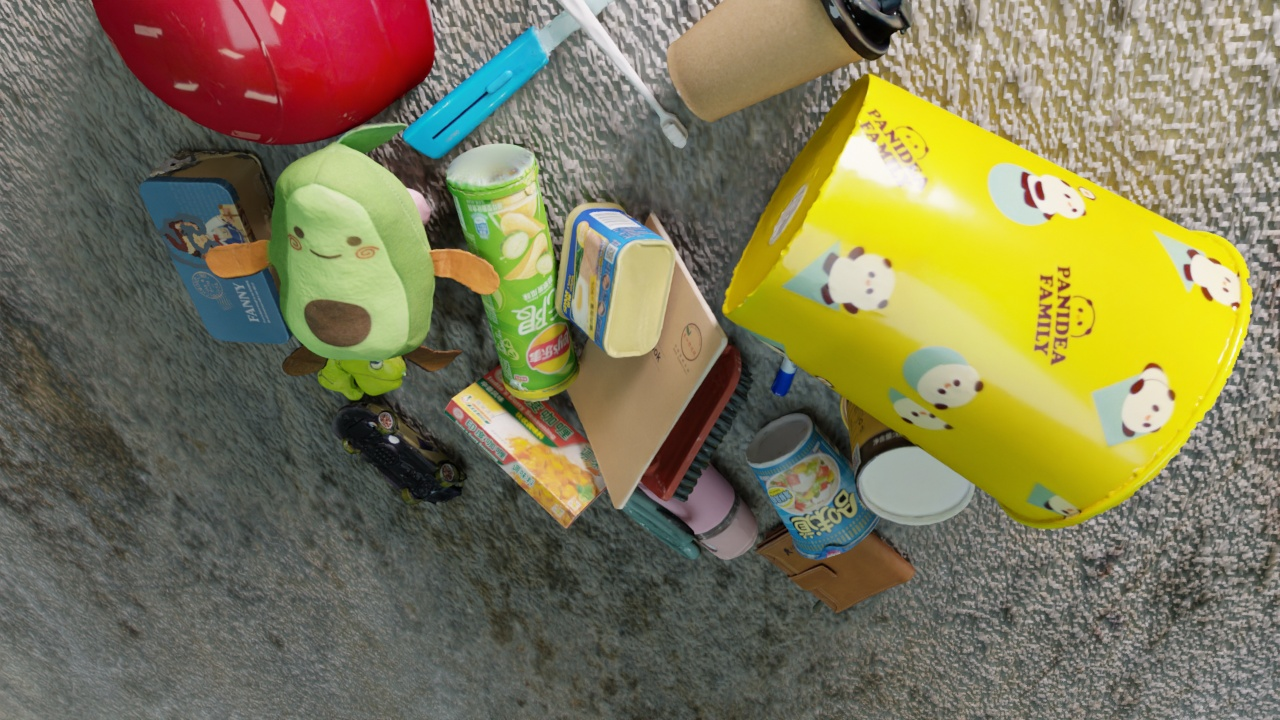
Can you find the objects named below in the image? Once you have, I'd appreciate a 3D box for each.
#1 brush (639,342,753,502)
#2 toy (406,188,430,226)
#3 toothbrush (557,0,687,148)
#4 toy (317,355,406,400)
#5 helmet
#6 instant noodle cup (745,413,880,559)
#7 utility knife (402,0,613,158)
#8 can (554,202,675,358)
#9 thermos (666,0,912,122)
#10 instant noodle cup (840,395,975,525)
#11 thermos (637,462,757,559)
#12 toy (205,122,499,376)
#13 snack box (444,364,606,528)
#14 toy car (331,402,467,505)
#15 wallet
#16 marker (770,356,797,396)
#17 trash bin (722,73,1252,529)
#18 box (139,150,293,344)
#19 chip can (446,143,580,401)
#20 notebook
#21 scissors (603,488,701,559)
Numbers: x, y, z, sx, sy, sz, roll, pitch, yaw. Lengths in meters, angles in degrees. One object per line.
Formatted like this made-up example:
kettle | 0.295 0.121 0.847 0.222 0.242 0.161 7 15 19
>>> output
brush | 0.041 0.047 0.802 0.069 0.063 0.146 30 93 -36
toy | -0.238 -0.098 0.782 0.121 0.054 0.160 25 132 -19
toothbrush | -0.022 -0.217 0.643 0.016 0.016 0.180 -30 123 23
toy | -0.272 0.006 0.895 0.100 0.031 0.097 12 131 9
helmet | -0.274 -0.236 0.618 0.240 0.143 0.207 0 132 14
instant noodle cup | 0.156 0.110 0.849 0.099 0.099 0.110 -26 112 30
utility knife | -0.096 -0.215 0.675 0.219 0.018 0.034 -29 118 30
can | -0.020 -0.062 0.721 0.057 0.083 0.102 -6 120 -31
thermos | 0.091 -0.213 0.590 0.144 0.092 0.093 -23 122 37
instant noodle cup | 0.228 0.066 0.774 0.118 0.114 0.119 7 131 8
thermos | 0.034 0.117 0.903 0.198 0.067 0.087 46 156 -26
toy | -0.223 -0.066 0.718 0.227 0.089 0.247 1 137 -4
snack box | -0.099 0.077 0.849 0.156 0.076 0.027 42 131 6
toy car | -0.251 0.096 0.959 0.070 0.042 0.158 -27 120 31
wallet | 0.198 0.208 0.961 0.130 0.035 0.119 38 122 -18
marker | 0.139 -0.025 0.781 0.017 0.016 0.146 14 132 1
trash bin | 0.211 -0.048 0.620 0.255 0.228 0.230 29 130 -5
box | -0.359 -0.093 0.812 0.090 0.060 0.184 2 129 13
chip can | -0.102 -0.070 0.763 0.073 0.072 0.222 1 130 12
notebook | -0.005 0.004 0.762 0.008 0.147 0.208 0 137 -31
scissors | -0.014 0.133 0.899 0.180 0.019 0.144 36 164 14
